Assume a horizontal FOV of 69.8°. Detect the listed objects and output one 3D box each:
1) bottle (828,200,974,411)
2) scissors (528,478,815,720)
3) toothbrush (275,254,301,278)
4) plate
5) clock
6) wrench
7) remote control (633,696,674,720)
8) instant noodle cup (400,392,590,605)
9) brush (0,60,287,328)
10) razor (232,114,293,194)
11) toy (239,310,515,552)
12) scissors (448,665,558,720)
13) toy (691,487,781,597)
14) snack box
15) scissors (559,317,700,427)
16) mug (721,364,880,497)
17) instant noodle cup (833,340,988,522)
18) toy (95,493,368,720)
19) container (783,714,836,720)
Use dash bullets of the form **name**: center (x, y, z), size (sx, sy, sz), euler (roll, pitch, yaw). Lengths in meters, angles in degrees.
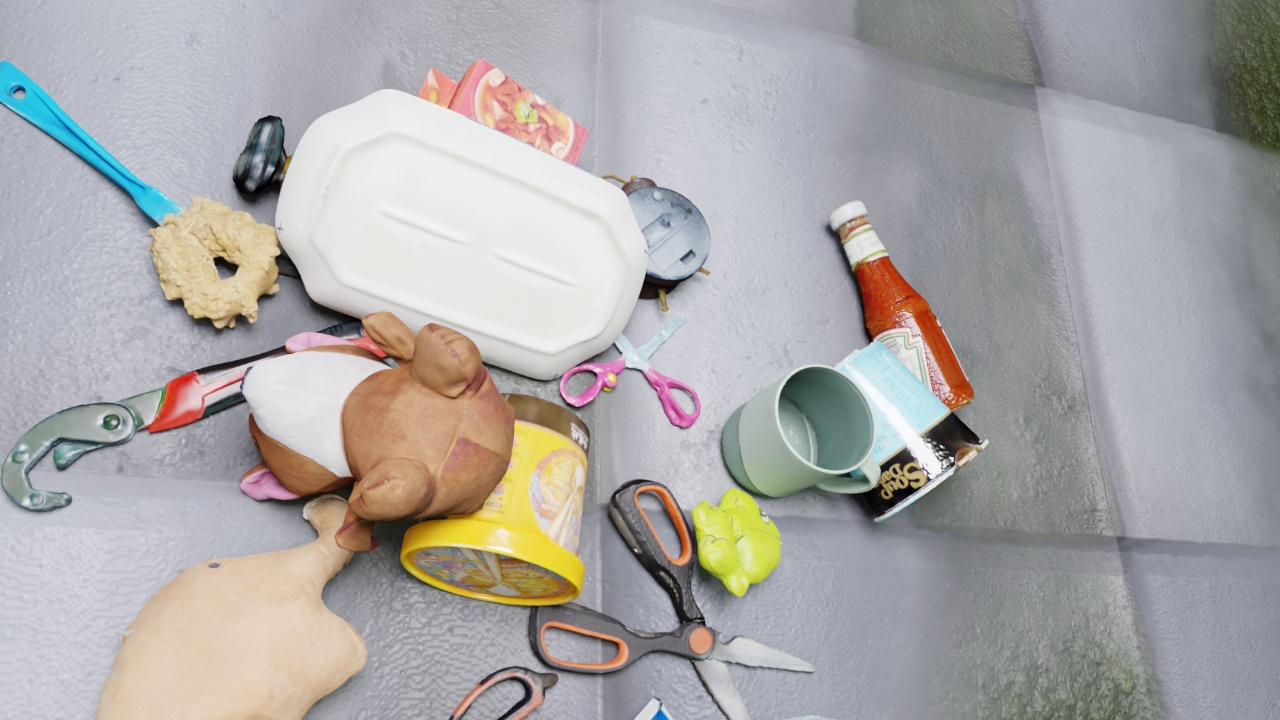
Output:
- **bottle**: center (0.225, -0.046, 0.815), size (0.059, 0.060, 0.206), euler (-19, 78, -25)
- **scissors**: center (0.021, 0.195, 0.674), size (0.227, 0.022, 0.220), euler (-9, 80, -23)
- **toothbrush**: center (-0.220, -0.058, 0.674), size (0.181, 0.018, 0.015), euler (17, 71, -13)
- **plate**: center (-0.117, -0.082, 0.648), size (0.265, 0.034, 0.162), euler (21, 97, -21)
- **clock**: center (0.002, -0.104, 0.751), size (0.122, 0.055, 0.081), euler (48, 63, 1)
- **wrench**: center (-0.281, 0.021, 0.621), size (0.272, 0.016, 0.056), euler (-26, 86, -26)
- **remote control**: center (-0.017, 0.289, 0.616), size (0.124, 0.024, 0.049), euler (-40, 108, -27)
- **instant noodle cup**: center (-0.089, 0.093, 0.617), size (0.118, 0.119, 0.114), euler (18, 58, -14)
- **brush**: center (-0.350, -0.119, 0.633), size (0.254, 0.046, 0.083), euler (39, 82, 3)
- **razor**: center (-0.216, -0.151, 0.688), size (0.167, 0.062, 0.067), euler (-10, 102, -29)
- **toy**: center (-0.176, 0.038, 0.558), size (0.130, 0.200, 0.140), euler (36, 68, -43)
- **scissors**: center (-0.123, 0.297, 0.583), size (0.198, 0.015, 0.204), euler (13, 68, -17)
- **toy**: center (0.073, 0.135, 0.687), size (0.100, 0.031, 0.096), euler (28, 39, -39)
- **snack box**: center (-0.116, -0.158, 0.700), size (0.127, 0.044, 0.113), euler (28, 63, -24)
- **scissors**: center (-0.004, 0.005, 0.734), size (0.134, 0.017, 0.133), euler (47, 59, 5)
- **mug**: center (0.128, 0.066, 0.708), size (0.112, 0.107, 0.082), euler (36, 62, -5)
- **instant noodle cup**: center (0.200, 0.051, 0.748), size (0.111, 0.111, 0.120), euler (-30, 76, -27)
- **toy**: center (-0.239, 0.179, 0.550), size (0.143, 0.083, 0.225), euler (17, 63, -20)
- **container**: center (0.116, 0.293, 0.617), size (0.089, 0.112, 0.090), euler (-3, 80, -23)
